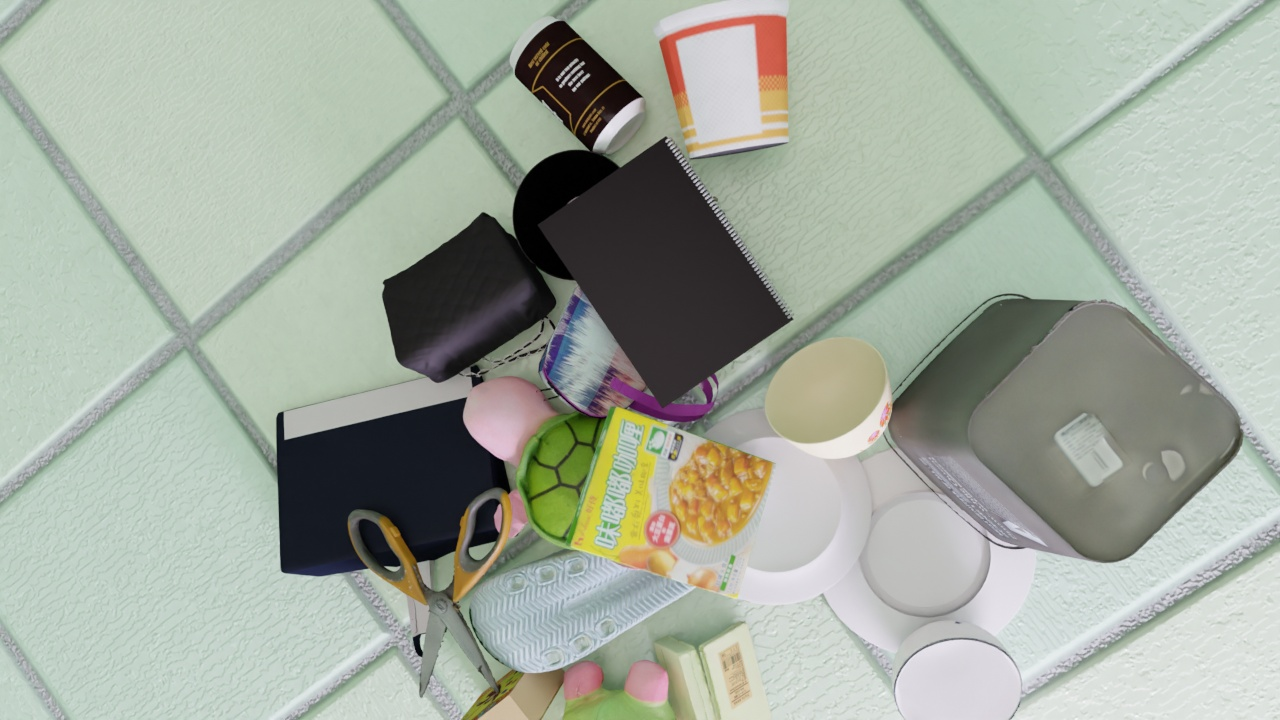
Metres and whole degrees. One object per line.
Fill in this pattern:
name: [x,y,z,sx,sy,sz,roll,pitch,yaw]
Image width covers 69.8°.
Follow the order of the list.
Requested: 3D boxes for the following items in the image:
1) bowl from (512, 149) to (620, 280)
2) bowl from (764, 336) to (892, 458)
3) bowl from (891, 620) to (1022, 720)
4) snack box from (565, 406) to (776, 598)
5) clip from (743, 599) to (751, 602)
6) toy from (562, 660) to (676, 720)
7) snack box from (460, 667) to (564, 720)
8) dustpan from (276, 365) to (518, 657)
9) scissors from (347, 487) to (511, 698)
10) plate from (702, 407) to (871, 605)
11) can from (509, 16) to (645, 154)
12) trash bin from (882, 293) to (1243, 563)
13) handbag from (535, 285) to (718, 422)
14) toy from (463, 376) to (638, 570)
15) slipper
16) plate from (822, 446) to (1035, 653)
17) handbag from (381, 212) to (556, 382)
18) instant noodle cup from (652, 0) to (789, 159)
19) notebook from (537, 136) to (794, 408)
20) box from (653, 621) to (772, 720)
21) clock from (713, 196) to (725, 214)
bowl: [-0.058,-0.140,0.900,0.124,0.052,0.124,0,93,9]
bowl: [0.185,0.047,0.856,0.118,0.118,0.074,-35,129,9]
bowl: [0.290,0.290,0.857,0.113,0.063,0.113,2,108,5]
snack box: [0.031,0.130,0.838,0.168,0.027,0.132,20,82,-15]
clip: [0.126,0.217,0.900,0.062,0.045,0.024,-38,85,-5]
toy: [-0.017,0.412,0.890,0.192,0.096,0.236,-10,76,33]
snack box: [-0.131,0.343,0.901,0.088,0.125,0.040,-40,87,9]
dustpan: [-0.248,0.168,0.956,0.236,0.080,0.272,-13,70,9]
scissors: [-0.185,0.209,0.877,0.225,0.016,0.225,-42,80,13]
plate: [0.127,0.138,0.881,0.188,0.016,0.188,-1,80,5]
can: [-0.059,-0.263,0.884,0.128,0.072,0.072,45,98,4]
trash bin: [0.338,0.054,0.755,0.197,0.220,0.197,44,93,5]
handbag: [-0.005,0.005,0.888,0.170,0.068,0.144,26,64,-6]
toy: [-0.066,0.100,0.883,0.238,0.088,0.190,41,80,10]
slipper: [-0.046,0.227,0.910,0.245,0.074,0.104,-22,84,-7]
plate: [0.273,0.185,0.884,0.209,0.015,0.208,0,93,9]
handbag: [-0.168,-0.060,0.919,0.154,0.114,0.125,-33,64,12]
instant noodle cup: [0.082,-0.254,0.843,0.123,0.123,0.121,-8,99,9]
notebook: [0.024,-0.083,0.851,0.149,0.016,0.206,-34,87,2]
box: [0.072,0.363,0.912,0.083,0.091,0.188,-13,90,44]
clock: [0.037,-0.110,0.889,0.090,0.052,0.129,1,89,9]
